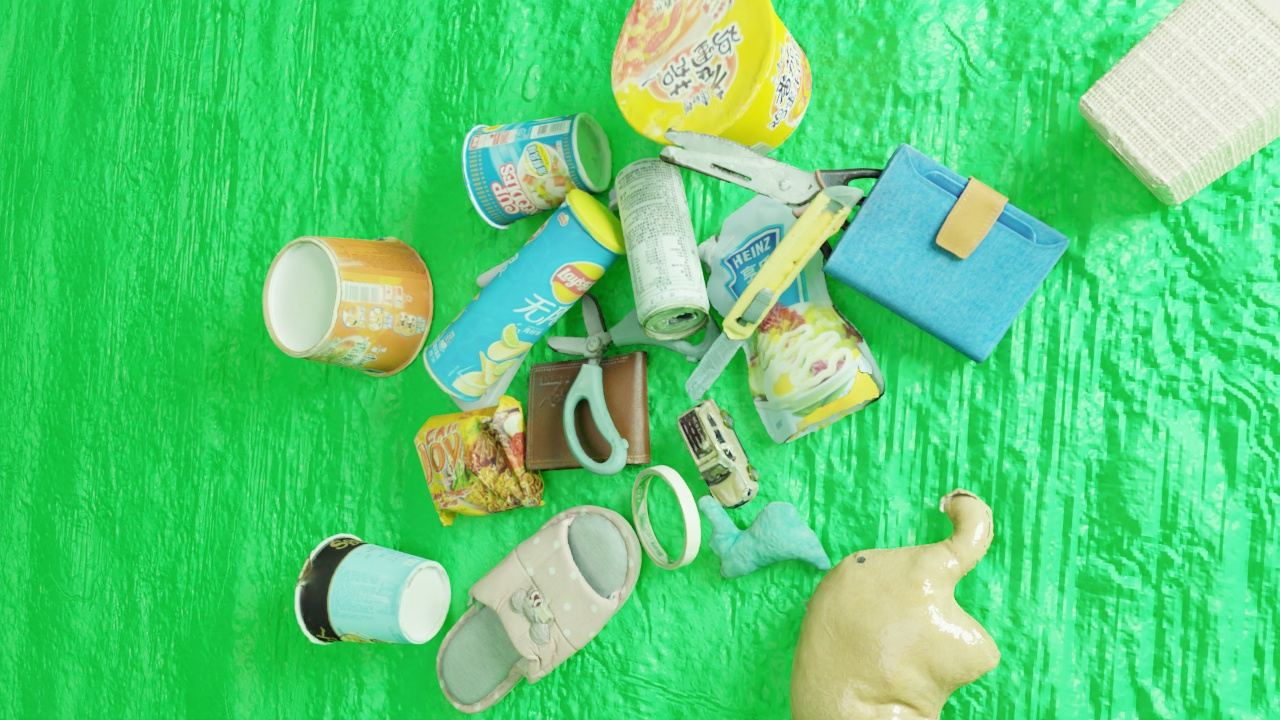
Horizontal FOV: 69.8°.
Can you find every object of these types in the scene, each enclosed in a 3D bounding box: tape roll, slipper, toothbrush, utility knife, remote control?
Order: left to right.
[{"bbox_3d":[-0.137,-0.013,0.889,0.058,0.021,0.150,41,109,28],"label":"remote control"},{"bbox_3d":[-0.106,0.231,0.835,0.275,0.054,0.114,-44,66,24],"label":"slipper"},{"bbox_3d":[-0.087,-0.112,0.863,0.190,0.029,0.021,-26,111,30],"label":"toothbrush"},{"bbox_3d":[0.020,0.130,0.761,0.086,0.013,0.086,25,119,55],"label":"tape roll"},{"bbox_3d":[0.091,-0.047,0.693,0.031,0.022,0.220,28,128,-10],"label":"utility knife"}]

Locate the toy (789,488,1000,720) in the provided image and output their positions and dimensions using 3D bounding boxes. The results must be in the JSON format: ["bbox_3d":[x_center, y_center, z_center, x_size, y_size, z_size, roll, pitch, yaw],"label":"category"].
[{"bbox_3d":[0.178,0.197,0.646,0.144,0.082,0.226,10,90,28],"label":"toy"}]

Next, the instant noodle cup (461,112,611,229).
[{"bbox_3d":[-0.089,-0.177,0.829,0.110,0.099,0.099,-8,83,25],"label":"instant noodle cup"}]

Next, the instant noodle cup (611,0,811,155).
[{"bbox_3d":[0.064,-0.224,0.719,0.138,0.109,0.138,-2,87,33],"label":"instant noodle cup"}]

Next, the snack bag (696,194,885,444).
[{"bbox_3d":[0.113,-0.039,0.722,0.111,0.038,0.191,-34,69,38],"label":"snack bag"}]

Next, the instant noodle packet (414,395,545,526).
[{"bbox_3d":[-0.157,0.098,0.875,0.129,0.044,0.110,-16,89,33],"label":"instant noodle packet"}]

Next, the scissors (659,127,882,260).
[{"bbox_3d":[0.116,-0.109,0.669,0.207,0.015,0.193,-16,108,11],"label":"scissors"}]

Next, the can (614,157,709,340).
[{"bbox_3d":[0.017,-0.093,0.754,0.058,0.058,0.146,-25,61,29],"label":"can"}]

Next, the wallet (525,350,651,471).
[{"bbox_3d":[-0.047,0.046,0.821,0.125,0.032,0.101,-7,79,29],"label":"wallet"}]

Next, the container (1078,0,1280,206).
[{"bbox_3d":[0.339,-0.161,0.553,0.111,0.089,0.090,-43,66,26],"label":"container"}]

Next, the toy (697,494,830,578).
[{"bbox_3d":[0.090,0.139,0.723,0.092,0.030,0.096,-33,93,31],"label":"toy"}]

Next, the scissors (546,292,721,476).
[{"bbox_3d":[-0.005,0.005,0.777,0.180,0.019,0.170,-22,64,23],"label":"scissors"}]

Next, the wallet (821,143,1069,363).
[{"bbox_3d":[0.209,-0.074,0.635,0.133,0.040,0.106,32,107,3],"label":"wallet"}]

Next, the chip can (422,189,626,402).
[{"bbox_3d":[-0.104,-0.054,0.816,0.211,0.071,0.071,-43,66,21],"label":"chip can"}]

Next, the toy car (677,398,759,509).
[{"bbox_3d":[0.062,0.078,0.749,0.042,0.035,0.090,-35,73,28],"label":"toy car"}]

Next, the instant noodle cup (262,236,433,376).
[{"bbox_3d":[-0.306,-0.060,0.946,0.152,0.111,0.151,-2,86,32],"label":"instant noodle cup"}]

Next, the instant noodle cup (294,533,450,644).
[{"bbox_3d":[-0.259,0.233,0.909,0.121,0.111,0.111,1,88,27],"label":"instant noodle cup"}]
